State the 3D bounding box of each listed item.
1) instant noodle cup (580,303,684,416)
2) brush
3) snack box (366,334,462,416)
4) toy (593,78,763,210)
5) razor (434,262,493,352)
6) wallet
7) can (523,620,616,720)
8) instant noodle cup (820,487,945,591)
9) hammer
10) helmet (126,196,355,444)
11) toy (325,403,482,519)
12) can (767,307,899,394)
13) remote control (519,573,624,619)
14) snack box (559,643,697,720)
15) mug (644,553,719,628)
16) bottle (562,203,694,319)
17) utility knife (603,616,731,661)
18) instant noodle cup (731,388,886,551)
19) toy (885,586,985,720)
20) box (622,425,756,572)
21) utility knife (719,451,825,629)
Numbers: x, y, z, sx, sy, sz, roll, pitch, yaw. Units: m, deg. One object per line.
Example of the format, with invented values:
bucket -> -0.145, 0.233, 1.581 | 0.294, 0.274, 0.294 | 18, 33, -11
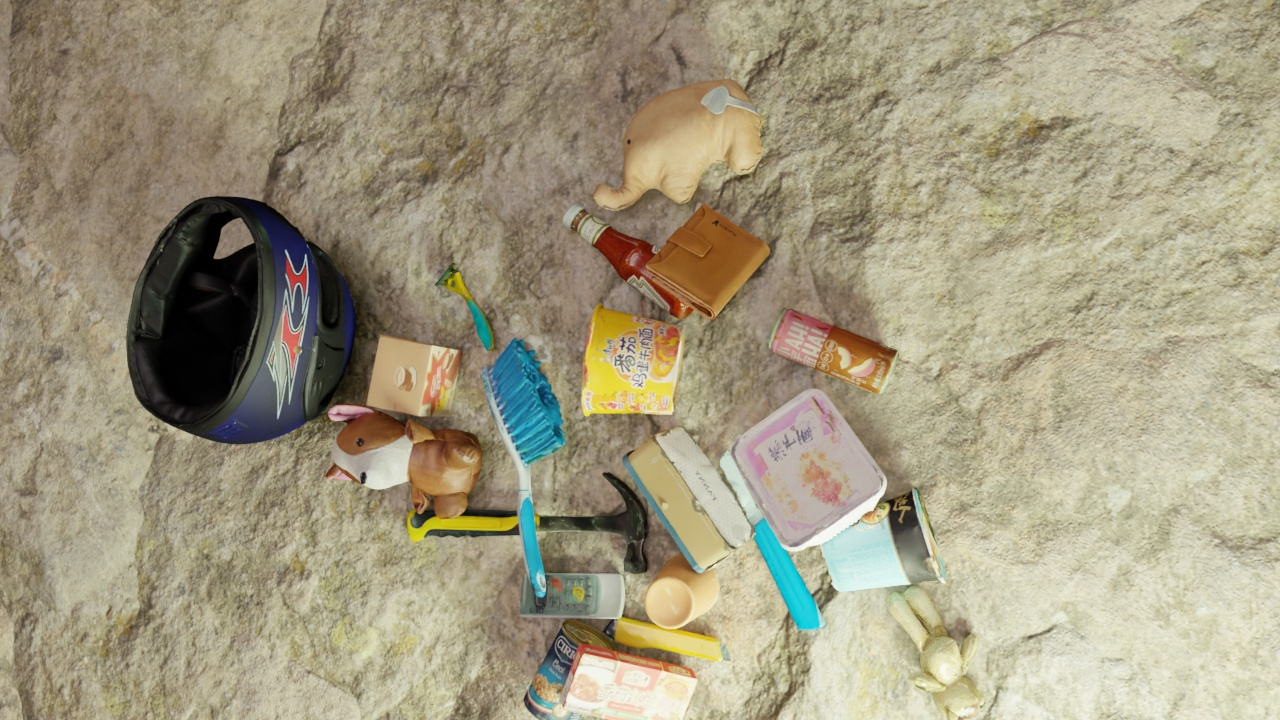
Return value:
instant noodle cup -> -0.007, 0.007, 1.117 | 0.110, 0.138, 0.138 | 8, 88, 6
brush -> -0.137, 0.129, 1.153 | 0.110, 0.060, 0.314 | -31, 66, 16
snack box -> -0.294, 0.022, 1.200 | 0.077, 0.094, 0.092 | 11, 88, 14
toy -> 0.040, -0.267, 1.147 | 0.226, 0.082, 0.143 | -23, 71, 14
razor -> -0.227, -0.066, 1.224 | 0.043, 0.028, 0.132 | -42, 73, 31
wallet -> 0.082, -0.122, 1.118 | 0.108, 0.031, 0.131 | 36, 59, 11
can -> -0.088, 0.390, 1.134 | 0.075, 0.075, 0.111 | 29, 94, 14
instant noodle cup -> 0.272, 0.213, 1.049 | 0.121, 0.111, 0.111 | -18, 82, 18
hammer -> -0.150, 0.208, 1.185 | 0.324, 0.032, 0.126 | -2, 86, 14
helmet -> -0.485, -0.050, 1.172 | 0.247, 0.240, 0.316 | 28, 104, 15
toy -> -0.305, 0.129, 1.167 | 0.199, 0.130, 0.140 | 18, 112, 3
can -> 0.229, -0.012, 1.093 | 0.147, 0.058, 0.058 | 23, 92, 14
remote control -> -0.087, 0.298, 1.162 | 0.135, 0.019, 0.056 | -2, 69, 14
snack box -> -0.014, 0.394, 1.100 | 0.152, 0.025, 0.075 | 19, 97, -17
mug -> 0.045, 0.275, 1.085 | 0.078, 0.122, 0.078 | -1, 86, 14
bottle -> -0.012, -0.131, 1.162 | 0.206, 0.059, 0.060 | 37, 95, 14
utility knife -> 0.033, 0.347, 1.138 | 0.164, 0.015, 0.033 | 9, 87, 14
instant noodle cup -> 0.197, 0.133, 1.059 | 0.138, 0.060, 0.173 | -37, 42, 9
toy -> 0.334, 0.334, 1.048 | 0.105, 0.066, 0.157 | -18, 74, -31
box -> 0.056, 0.158, 1.104 | 0.062, 0.089, 0.184 | -43, 74, 27
utility knife -> 0.155, 0.218, 1.115 | 0.034, 0.018, 0.236 | -29, 81, 12
